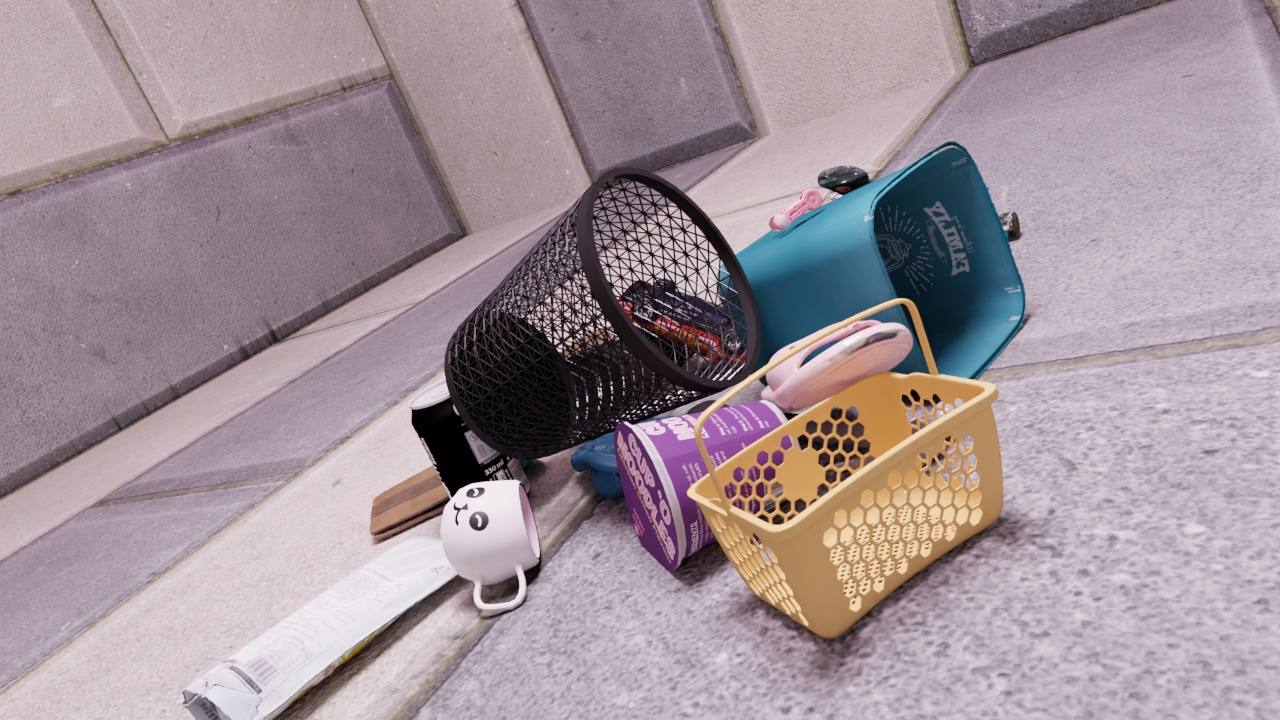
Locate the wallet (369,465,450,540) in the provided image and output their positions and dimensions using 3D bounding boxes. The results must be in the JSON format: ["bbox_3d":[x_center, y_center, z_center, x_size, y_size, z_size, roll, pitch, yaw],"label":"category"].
[{"bbox_3d":[-0.253,0.158,1.061,0.121,0.027,0.098,-25,20,-6],"label":"wallet"}]

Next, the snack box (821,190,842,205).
[{"bbox_3d":[0.249,-0.126,1.072,0.040,0.142,0.144,-12,20,29],"label":"snack box"}]

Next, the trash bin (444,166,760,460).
[{"bbox_3d":[-0.050,-0.024,0.874,0.244,0.217,0.216,-31,9,36],"label":"trash bin"}]

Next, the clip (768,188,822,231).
[{"bbox_3d":[0.146,-0.141,0.883,0.058,0.023,0.050,-41,12,-27],"label":"clip"}]

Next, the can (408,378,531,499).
[{"bbox_3d":[-0.175,0.093,0.945,0.080,0.146,0.080,-21,17,7],"label":"can"}]

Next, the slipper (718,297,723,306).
[{"bbox_3d":[0.187,-0.109,1.116,0.100,0.078,0.262,14,18,37],"label":"slipper"}]

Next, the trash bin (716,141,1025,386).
[{"bbox_3d":[0.215,-0.072,0.901,0.198,0.196,0.219,-35,15,-37],"label":"trash bin"}]

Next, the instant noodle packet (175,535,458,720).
[{"bbox_3d":[-0.264,0.234,0.824,0.147,0.057,0.268,-4,20,42],"label":"instant noodle packet"}]

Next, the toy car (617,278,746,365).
[{"bbox_3d":[0.065,-0.045,1.079,0.189,0.056,0.081,23,26,9],"label":"toy car"}]

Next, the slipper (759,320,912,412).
[{"bbox_3d":[0.149,0.006,0.766,0.106,0.055,0.222,-23,-7,-9],"label":"slipper"}]

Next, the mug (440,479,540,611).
[{"bbox_3d":[-0.131,0.164,0.801,0.076,0.090,0.123,-15,49,-1],"label":"mug"}]

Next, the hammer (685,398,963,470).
[{"bbox_3d":[0.139,0.063,0.838,0.124,0.029,0.311,-31,18,-28],"label":"hammer"}]

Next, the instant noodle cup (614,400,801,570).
[{"bbox_3d":[0.058,0.093,0.744,0.121,0.121,0.137,-18,-29,-17],"label":"instant noodle cup"}]

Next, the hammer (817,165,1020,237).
[{"bbox_3d":[0.306,-0.171,1.044,0.133,0.033,0.332,-9,-12,41],"label":"hammer"}]

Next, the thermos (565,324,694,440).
[{"bbox_3d":[-0.006,0.006,1.088,0.106,0.106,0.218,-12,15,33],"label":"thermos"}]

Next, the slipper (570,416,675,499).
[{"bbox_3d":[-0.007,0.093,0.887,0.103,0.059,0.214,-24,2,-18],"label":"slipper"}]

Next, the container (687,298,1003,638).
[{"bbox_3d":[0.131,0.063,0.609,0.183,0.167,0.129,-29,18,-19],"label":"container"}]

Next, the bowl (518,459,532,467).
[{"bbox_3d":[-0.176,0.107,1.030,0.121,0.121,0.046,-6,59,43],"label":"bowl"}]

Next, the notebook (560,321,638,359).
[{"bbox_3d":[-0.065,0.000,1.261,0.191,0.034,0.214,-13,19,44],"label":"notebook"}]
